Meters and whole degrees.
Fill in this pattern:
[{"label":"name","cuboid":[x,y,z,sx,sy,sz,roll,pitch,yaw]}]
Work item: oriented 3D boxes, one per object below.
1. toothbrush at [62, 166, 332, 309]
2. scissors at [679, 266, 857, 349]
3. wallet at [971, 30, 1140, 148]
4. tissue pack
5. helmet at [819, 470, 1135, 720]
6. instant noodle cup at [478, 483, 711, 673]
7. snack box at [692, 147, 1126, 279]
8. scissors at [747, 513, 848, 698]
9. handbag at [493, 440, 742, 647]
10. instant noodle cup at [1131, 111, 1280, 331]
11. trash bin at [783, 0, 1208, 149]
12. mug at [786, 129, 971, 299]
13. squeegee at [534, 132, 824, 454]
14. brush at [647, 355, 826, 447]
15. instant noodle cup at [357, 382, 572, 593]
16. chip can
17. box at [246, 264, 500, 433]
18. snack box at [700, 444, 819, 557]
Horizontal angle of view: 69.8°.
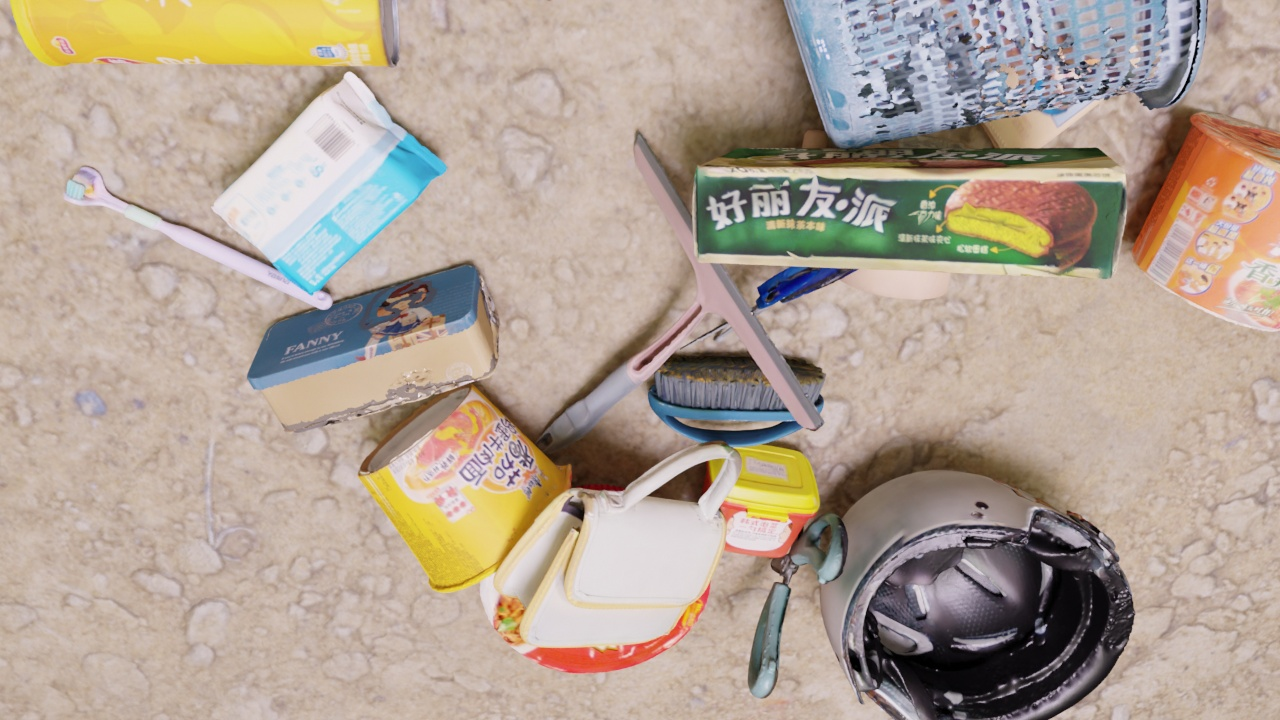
[{"label":"toothbrush","cuboid":[-0.311,-0.083,0.657,0.189,0.021,0.029,27,70,-15]},{"label":"scissors","cuboid":[0.090,-0.041,0.658,0.166,0.156,0.012,-25,81,14]},{"label":"wallet","cuboid":[0.296,-0.206,0.664,0.115,0.024,0.087,-38,119,13]},{"label":"tissue pack","cuboid":[-0.214,-0.118,0.630,0.140,0.063,0.090,-40,112,12]},{"label":"helmet","cuboid":[0.265,0.190,0.782,0.274,0.156,0.230,24,110,-28]},{"label":"instant noodle cup","cuboid":[-0.039,0.177,0.793,0.194,0.065,0.194,-3,117,-6]},{"label":"snack box","cuboid":[0.161,-0.096,0.571,0.240,0.114,0.063,4,110,19]},{"label":"scissors","cuboid":[0.129,0.184,0.750,0.019,0.169,0.180,22,145,-2]},{"label":"handbag","cuboid":[0.001,0.131,0.669,0.163,0.063,0.179,16,116,-46]},{"label":"instant noodle cup","cuboid":[0.446,-0.099,0.669,0.151,0.151,0.112,11,123,-11]},{"label":"trash bin","cuboid":[0.188,-0.230,0.551,0.195,0.226,0.227,-17,117,17]},{"label":"mug","cuboid":[0.173,-0.111,0.673,0.125,0.084,0.104,12,115,15]},{"label":"squeegee","cuboid":[-0.004,0.004,0.700,0.040,0.247,0.250,-9,153,-49]},{"label":"brush","cuboid":[0.077,0.035,0.740,0.144,0.055,0.074,2,114,-8]},{"label":"instant noodle cup","cuboid":[-0.140,0.091,0.708,0.138,0.138,0.110,-33,106,10]},{"label":"chip can","cuboid":[-0.263,-0.219,0.571,0.213,0.072,0.072,-1,116,-7]},{"label":"box","cuboid":[-0.196,-0.007,0.673,0.184,0.089,0.059,-16,123,0]},{"label":"snack box","cuboid":[0.095,0.120,0.773,0.091,0.081,0.080,10,124,-8]}]
